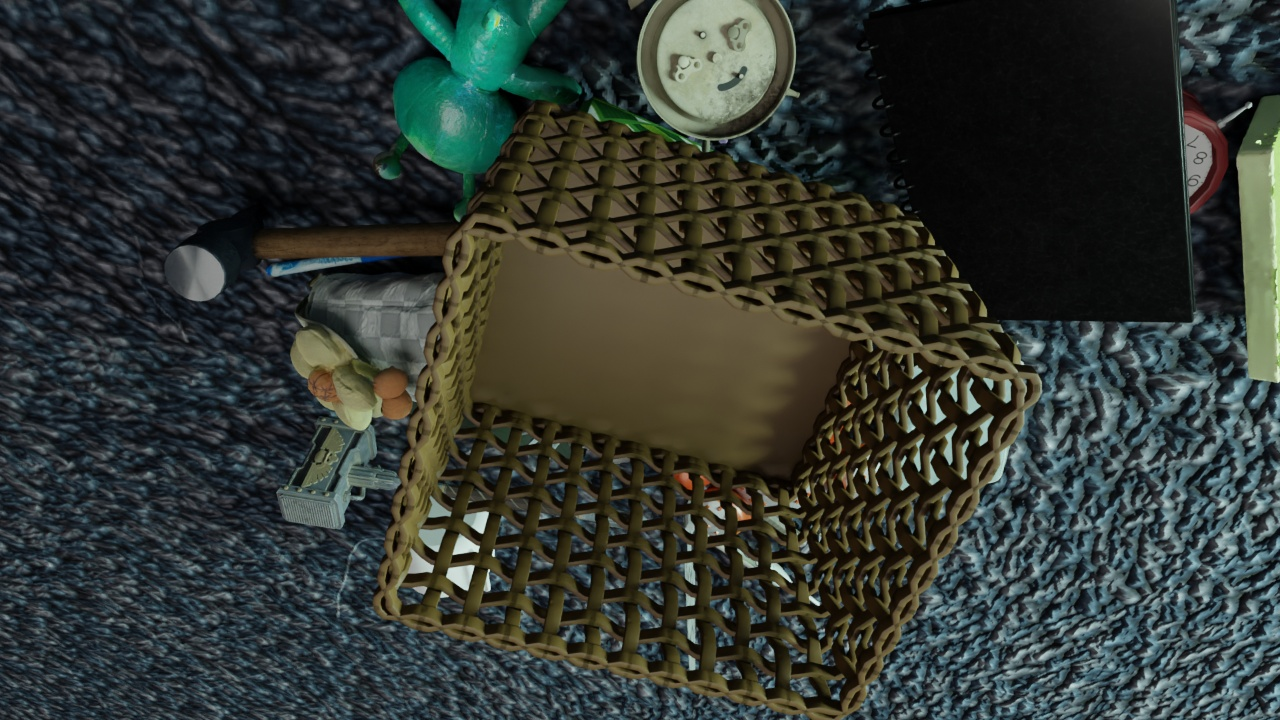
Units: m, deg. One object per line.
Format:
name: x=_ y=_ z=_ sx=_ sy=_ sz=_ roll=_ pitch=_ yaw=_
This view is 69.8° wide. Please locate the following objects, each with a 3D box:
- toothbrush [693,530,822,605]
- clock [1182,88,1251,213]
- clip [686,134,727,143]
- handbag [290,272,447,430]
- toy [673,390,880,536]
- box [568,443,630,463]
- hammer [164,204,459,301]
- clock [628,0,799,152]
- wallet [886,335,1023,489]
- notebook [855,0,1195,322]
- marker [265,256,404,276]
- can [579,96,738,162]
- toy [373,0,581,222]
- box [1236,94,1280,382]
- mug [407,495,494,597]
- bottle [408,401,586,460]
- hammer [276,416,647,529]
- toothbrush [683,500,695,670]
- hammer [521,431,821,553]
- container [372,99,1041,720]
toothbrush: x=0.123 y=0.205 z=0.907 sx=0.185 sy=0.022 sz=0.024 roll=37 pitch=145 yaw=-20
clock: x=0.311 y=-0.117 z=0.578 sx=0.087 sy=0.044 sz=0.125 roll=13 pitch=130 yaw=-1
clip: x=0.048 y=-0.163 z=0.606 sx=0.045 sy=0.014 sz=0.051 roll=24 pitch=133 yaw=-11
handbag: x=-0.182 y=-0.006 z=0.703 sx=0.172 sy=0.123 sz=0.112 roll=0 pitch=127 yaw=28
toy: x=0.096 y=0.054 z=0.726 sx=0.164 sy=0.092 sz=0.172 roll=-19 pitch=115 yaw=17
box: x=-0.004 y=0.006 z=0.677 sx=0.081 sy=0.091 sz=0.160 roll=32 pitch=89 yaw=11
hammer: x=-0.154 y=-0.088 z=0.661 sx=0.322 sy=0.129 sz=0.040 roll=-2 pitch=115 yaw=-1
clock: x=0.030 y=-0.196 z=0.546 sx=0.093 sy=0.054 sz=0.141 roll=-36 pitch=108 yaw=4
wallet: x=0.242 y=0.040 z=0.724 sx=0.100 sy=0.054 sz=0.132 roll=-5 pitch=130 yaw=-1
notebook: x=0.238 y=-0.117 z=0.566 sx=0.169 sy=0.019 sz=0.231 roll=3 pitch=134 yaw=37
marker: x=-0.235 y=-0.081 z=0.727 sx=0.142 sy=0.013 sz=0.013 roll=-6 pitch=129 yaw=16
can: x=0.014 y=-0.109 z=0.611 sx=0.144 sy=0.082 sz=0.083 roll=22 pitch=131 yaw=-10
toy: x=-0.104 y=-0.183 z=0.581 sx=0.130 sy=0.072 sz=0.194 roll=26 pitch=121 yaw=-13
box: x=0.430 y=-0.087 z=0.586 sx=0.133 sy=0.061 sz=0.188 roll=-29 pitch=124 yaw=4
mug: x=-0.182 y=0.177 z=0.878 sx=0.116 sy=0.094 sz=0.068 roll=32 pitch=140 yaw=33
bottle: x=-0.130 y=0.047 z=0.792 sx=0.174 sy=0.055 sz=0.055 roll=10 pitch=132 yaw=3
hammer: x=-0.151 y=0.122 z=0.830 sx=0.322 sy=0.098 sz=0.044 roll=9 pitch=132 yaw=2
toothbrush: x=0.045 y=0.194 z=0.804 sx=0.010 sy=0.181 sz=0.010 roll=15 pitch=129 yaw=-11
hammer: x=0.063 y=0.093 z=0.798 sx=0.316 sy=0.028 sz=0.147 roll=38 pitch=95 yaw=-29
container: x=0.020 y=0.016 z=0.507 sx=0.251 sy=0.213 sz=0.220 roll=15 pitch=117 yaw=-7
